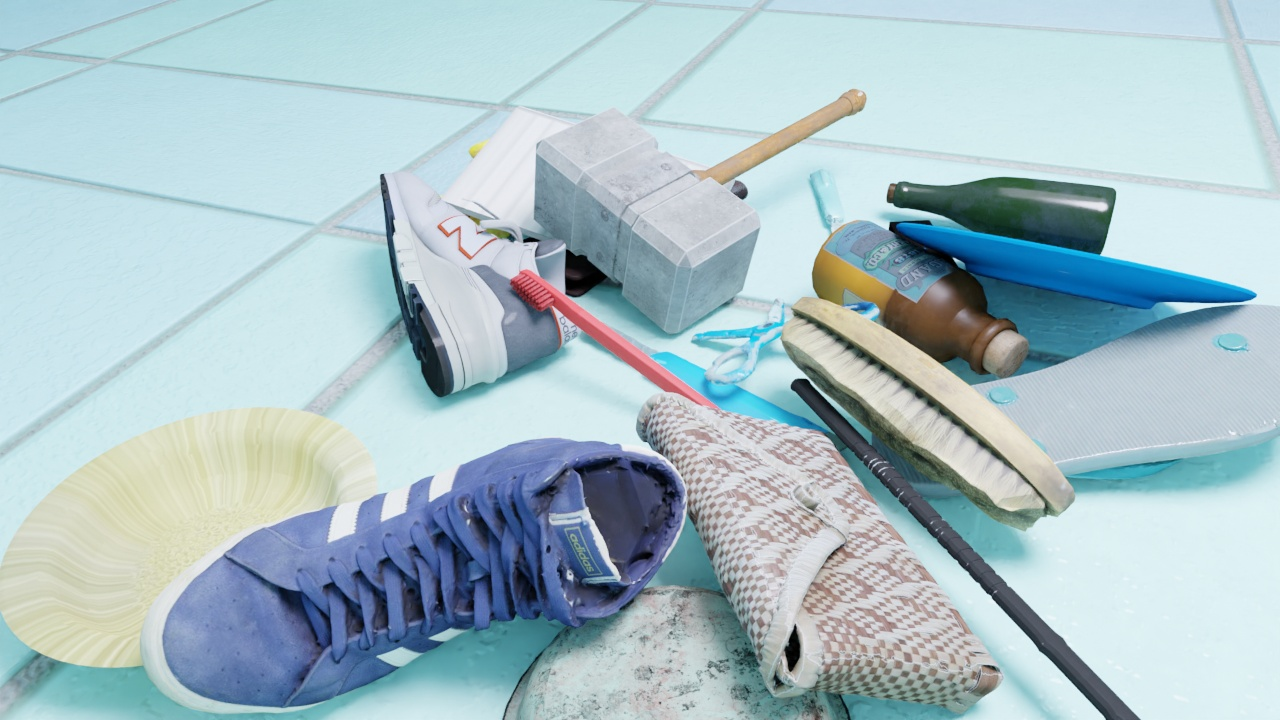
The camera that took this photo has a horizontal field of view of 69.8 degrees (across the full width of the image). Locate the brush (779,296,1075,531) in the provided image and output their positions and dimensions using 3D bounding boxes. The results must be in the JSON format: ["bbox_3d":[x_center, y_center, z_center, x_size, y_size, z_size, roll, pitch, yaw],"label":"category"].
[{"bbox_3d":[0.150,0.025,0.513,0.043,0.059,0.195,-44,53,-5],"label":"brush"}]

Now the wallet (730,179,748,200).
[{"bbox_3d":[0.021,-0.152,0.832,0.120,0.031,0.099,22,39,32],"label":"wallet"}]

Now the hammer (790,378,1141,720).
[{"bbox_3d":[0.169,0.102,0.438,0.094,0.015,0.325,1,32,-31],"label":"hammer"}]

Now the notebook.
[{"bbox_3d":[-0.040,-0.144,0.772,0.210,0.009,0.142,20,53,10],"label":"notebook"}]

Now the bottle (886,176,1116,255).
[{"bbox_3d":[0.291,-0.126,0.755,0.174,0.055,0.055,13,38,23],"label":"bottle"}]

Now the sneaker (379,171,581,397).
[{"bbox_3d":[-0.117,-0.067,0.684,0.124,0.089,0.239,-10,44,-18],"label":"sneaker"}]

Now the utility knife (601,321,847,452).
[{"bbox_3d":[0.038,0.013,0.610,0.222,0.015,0.031,30,43,33],"label":"utility knife"}]

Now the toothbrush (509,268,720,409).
[{"bbox_3d":[-0.003,0.003,0.577,0.212,0.012,0.017,36,49,19],"label":"toothbrush"}]

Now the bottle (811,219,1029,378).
[{"bbox_3d":[0.192,-0.037,0.625,0.067,0.068,0.157,-21,39,-24],"label":"bottle"}]

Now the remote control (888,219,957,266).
[{"bbox_3d":[0.228,-0.071,0.716,0.034,0.013,0.149,-3,35,0],"label":"remote control"}]

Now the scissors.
[{"bbox_3d":[0.094,-0.018,0.620,0.140,0.011,0.133,-11,19,22],"label":"scissors"}]

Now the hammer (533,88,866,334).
[{"bbox_3d":[0.085,-0.162,0.743,0.316,0.083,0.163,-33,62,-30],"label":"hammer"}]

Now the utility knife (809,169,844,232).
[{"bbox_3d":[0.168,-0.132,0.803,0.022,0.015,0.165,-1,33,4],"label":"utility knife"}]

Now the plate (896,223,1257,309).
[{"bbox_3d":[0.284,-0.059,0.623,0.224,0.024,0.224,12,9,-2],"label":"plate"}]

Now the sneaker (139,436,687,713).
[{"bbox_3d":[-0.084,0.097,0.403,0.232,0.091,0.119,-18,7,-34],"label":"sneaker"}]

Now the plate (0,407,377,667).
[{"bbox_3d":[-0.232,0.096,0.492,0.184,0.036,0.184,-2,36,1],"label":"plate"}]

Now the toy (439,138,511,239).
[{"bbox_3d":[-0.131,-0.144,0.806,0.106,0.067,0.137,5,43,11],"label":"toy"}]

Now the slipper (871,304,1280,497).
[{"bbox_3d":[0.272,0.039,0.539,0.269,0.055,0.098,-16,39,1],"label":"slipper"}]

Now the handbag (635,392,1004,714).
[{"bbox_3d":[0.079,0.082,0.444,0.124,0.047,0.185,17,26,-29],"label":"handbag"}]

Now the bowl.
[{"bbox_3d":[0.014,0.152,0.394,0.157,0.039,0.157,-2,35,1],"label":"bowl"}]

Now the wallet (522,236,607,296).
[{"bbox_3d":[-0.048,-0.094,0.767,0.091,0.018,0.115,21,40,31],"label":"wallet"}]
